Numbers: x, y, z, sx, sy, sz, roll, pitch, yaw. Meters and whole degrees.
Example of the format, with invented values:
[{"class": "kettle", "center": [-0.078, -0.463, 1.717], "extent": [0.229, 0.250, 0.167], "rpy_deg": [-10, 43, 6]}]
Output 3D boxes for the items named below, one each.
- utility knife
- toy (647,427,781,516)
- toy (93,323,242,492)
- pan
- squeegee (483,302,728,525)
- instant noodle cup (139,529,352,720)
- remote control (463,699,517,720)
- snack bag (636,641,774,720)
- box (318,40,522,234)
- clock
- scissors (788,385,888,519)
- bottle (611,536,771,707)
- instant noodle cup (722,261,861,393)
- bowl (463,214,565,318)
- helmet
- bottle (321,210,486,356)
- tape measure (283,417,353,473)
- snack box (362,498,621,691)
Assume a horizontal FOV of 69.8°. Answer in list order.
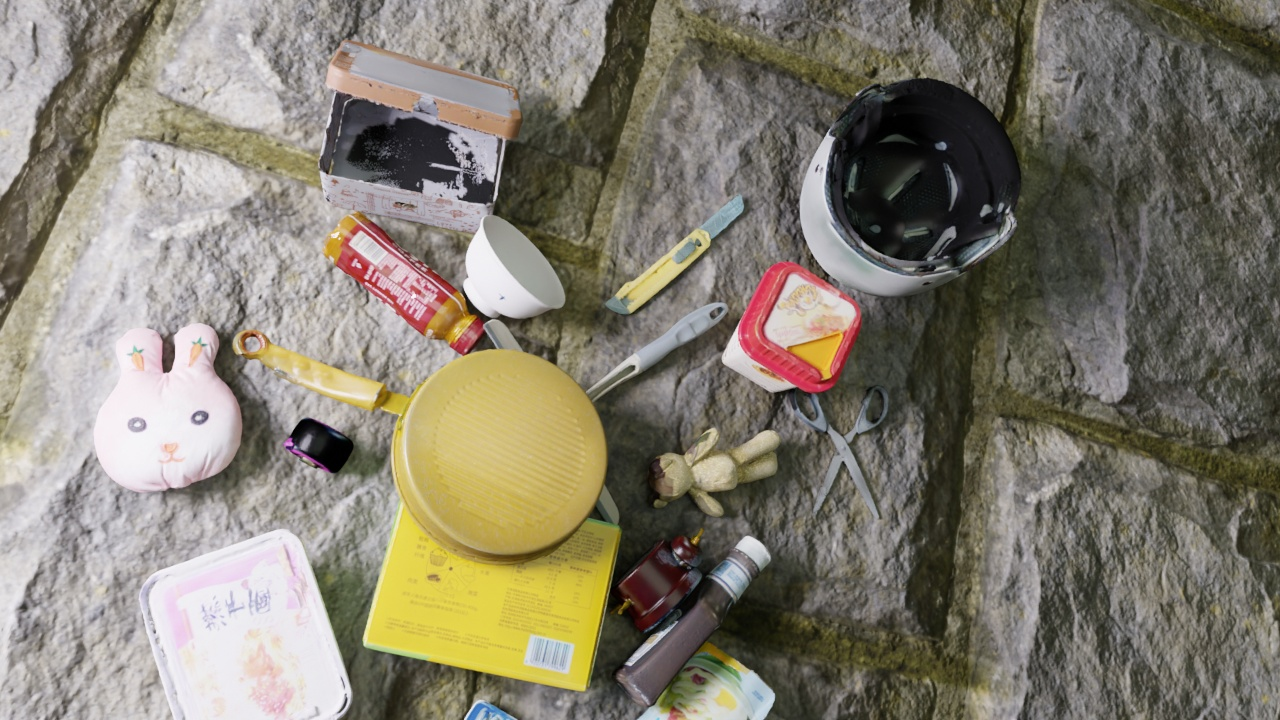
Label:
[{"class": "utility knife", "center": [0.045, -0.119, 1.029], "extent": [0.215, 0.022, 0.031], "rpy_deg": [-42, 96, -25]}, {"class": "toy", "center": [0.078, 0.110, 0.960], "extent": [0.157, 0.066, 0.105], "rpy_deg": [-12, 122, -22]}, {"class": "toy", "center": [-0.430, 0.039, 0.835], "extent": [0.121, 0.054, 0.159], "rpy_deg": [-8, 71, -18]}, {"class": "pan", "center": [-0.199, 0.053, 0.834], "extent": [0.357, 0.078, 0.197], "rpy_deg": [29, 61, -12]}, {"class": "squeegee", "center": [-0.006, 0.006, 0.968], "extent": [0.246, 0.039, 0.246], "rpy_deg": [-35, 102, -22]}, {"class": "instant noodle cup", "center": [-0.341, 0.249, 0.802], "extent": [0.137, 0.060, 0.173], "rpy_deg": [-19, 81, -19]}, {"class": "remote control", "center": [-0.111, 0.367, 0.857], "extent": [0.125, 0.024, 0.049], "rpy_deg": [33, 70, -5]}, {"class": "snack bag", "center": [0.035, 0.365, 0.875], "extent": [0.110, 0.039, 0.190], "rpy_deg": [32, 65, 22]}, {"class": "box", "center": [-0.211, -0.235, 0.897], "extent": [0.182, 0.175, 0.152], "rpy_deg": [9, 75, -13]}, {"class": "clock", "center": [0.023, 0.212, 0.904], "extent": [0.121, 0.082, 0.055], "rpy_deg": [-42, 84, -18]}, {"class": "scissors", "center": [0.230, 0.095, 1.029], "extent": [0.159, 0.014, 0.179], "rpy_deg": [-29, 89, -18]}, {"class": "bottle", "center": [0.055, 0.253, 0.903], "extent": [0.044, 0.080, 0.194], "rpy_deg": [47, 68, 1]}, {"class": "instant noodle cup", "center": [0.153, -0.025, 0.975], "extent": [0.116, 0.124, 0.116], "rpy_deg": [31, 71, -7]}, {"class": "bowl", "center": [-0.140, -0.082, 0.930], "extent": [0.065, 0.118, 0.118], "rpy_deg": [-38, 89, 16]}, {"class": "helmet", "center": [0.285, -0.177, 1.034], "extent": [0.230, 0.157, 0.273], "rpy_deg": [43, 59, 0]}, {"class": "bottle", "center": [-0.231, -0.073, 0.913], "extent": [0.175, 0.058, 0.057], "rpy_deg": [40, 70, -4]}, {"class": "tape measure", "center": [-0.300, 0.081, 0.856], "extent": [0.057, 0.058, 0.039], "rpy_deg": [30, 71, -10]}, {"class": "snack box", "center": [-0.137, 0.209, 0.864], "extent": [0.210, 0.070, 0.157], "rpy_deg": [15, 72, -11]}]
